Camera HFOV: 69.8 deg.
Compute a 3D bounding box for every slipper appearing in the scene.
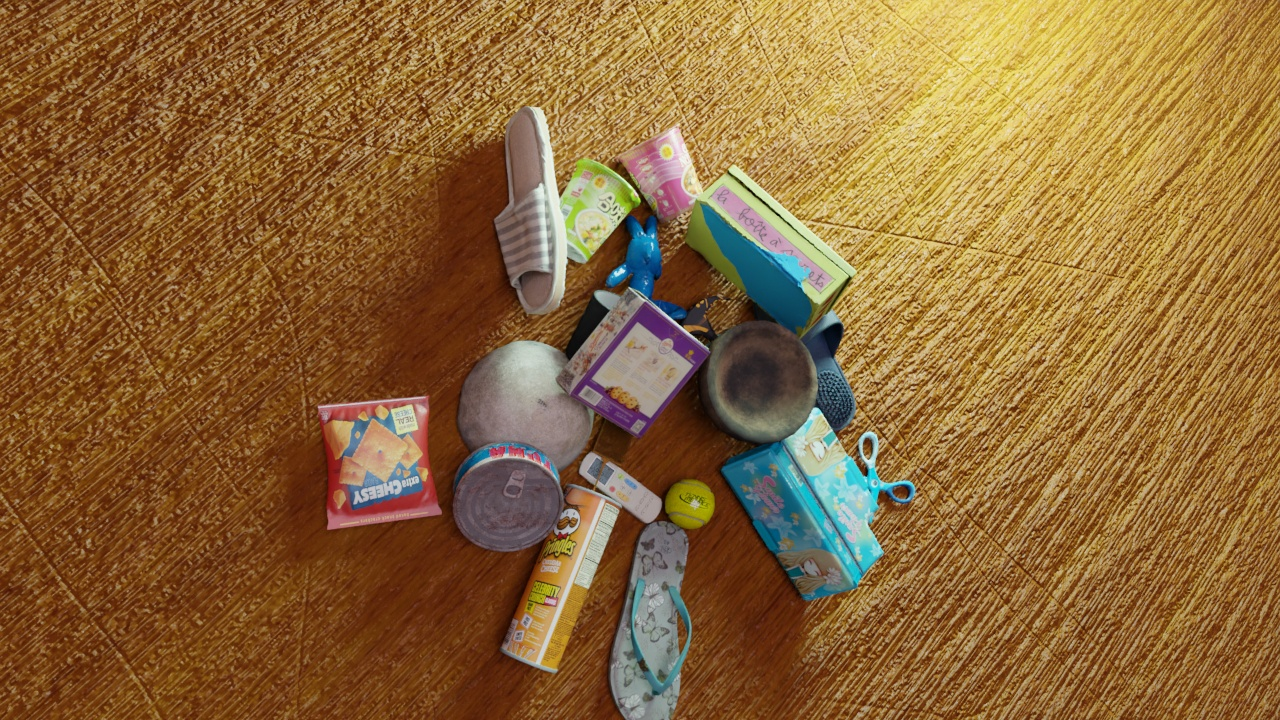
[{"bbox_3d":[0.244,-0.022,1.301,0.101,0.083,0.263,-25,93,-20],"label":"slipper"},{"bbox_3d":[0.016,0.342,1.180,0.098,0.055,0.268,8,79,-18],"label":"slipper"},{"bbox_3d":[-0.143,-0.191,1.155,0.054,0.115,0.272,2,74,-33],"label":"slipper"}]

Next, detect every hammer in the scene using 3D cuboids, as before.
[{"bbox_3d":[0.174,0.043,1.281,0.320,0.036,0.123,46,73,-13],"label":"hammer"}]

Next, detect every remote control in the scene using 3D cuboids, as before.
[{"bbox_3d":[-0.026,0.166,1.204,0.125,0.018,0.038,38,71,-12],"label":"remote control"}]

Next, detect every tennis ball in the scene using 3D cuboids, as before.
[{"bbox_3d":[0.065,0.189,1.211,0.065,0.065,0.065,3,82,-21],"label":"tennis ball"}]

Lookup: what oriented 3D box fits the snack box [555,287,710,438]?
[{"bbox_3d":[-0.007,0.007,1.133,0.148,0.040,0.143,-51,133,3],"label":"snack box"}]

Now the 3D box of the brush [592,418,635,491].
[{"bbox_3d":[-0.035,0.110,1.194,0.048,0.017,0.126,30,62,-15],"label":"brush"}]

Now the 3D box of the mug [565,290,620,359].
[{"bbox_3d":[-0.030,-0.029,1.182,0.113,0.078,0.088,12,115,-38],"label":"mug"}]

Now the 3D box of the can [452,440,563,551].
[{"bbox_3d":[-0.160,0.164,1.104,0.130,0.044,0.130,-4,115,-9],"label":"can"}]

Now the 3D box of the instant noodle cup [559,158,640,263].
[{"bbox_3d":[-0.071,-0.190,1.196,0.099,0.099,0.108,36,80,-14],"label":"instant noodle cup"}]

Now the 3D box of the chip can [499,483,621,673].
[{"bbox_3d":[-0.097,0.266,1.132,0.075,0.075,0.214,27,75,-16],"label":"chip can"}]

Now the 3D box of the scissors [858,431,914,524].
[{"bbox_3d":[0.352,0.176,1.355,0.139,0.011,0.134,14,76,-21],"label":"scissors"}]

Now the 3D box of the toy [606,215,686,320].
[{"bbox_3d":[0.007,-0.114,1.228,0.112,0.071,0.176,5,82,-10],"label":"toy"}]

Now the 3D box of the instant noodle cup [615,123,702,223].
[{"bbox_3d":[0.034,-0.250,1.244,0.097,0.098,0.108,-34,103,-22],"label":"instant noodle cup"}]

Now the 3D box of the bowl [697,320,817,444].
[{"bbox_3d":[0.148,0.031,1.216,0.162,0.070,0.162,2,83,-19],"label":"bowl"}]

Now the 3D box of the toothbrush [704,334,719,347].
[{"bbox_3d":[0.062,-0.002,1.263,0.135,0.017,0.022,-31,96,-19],"label":"toothbrush"}]

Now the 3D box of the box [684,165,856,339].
[{"bbox_3d":[0.170,-0.141,1.229,0.221,0.125,0.082,41,70,13],"label":"box"}]

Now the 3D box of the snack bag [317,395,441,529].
[{"bbox_3d":[-0.309,0.119,1.087,0.130,0.039,0.144,-5,85,-22],"label":"snack bag"}]

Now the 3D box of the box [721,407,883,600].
[{"bbox_3d":[0.235,0.201,1.246,0.169,0.086,0.227,-32,96,4],"label":"box"}]

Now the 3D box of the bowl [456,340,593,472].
[{"bbox_3d":[-0.132,0.060,1.143,0.178,0.081,0.178,3,84,-23],"label":"bowl"}]
